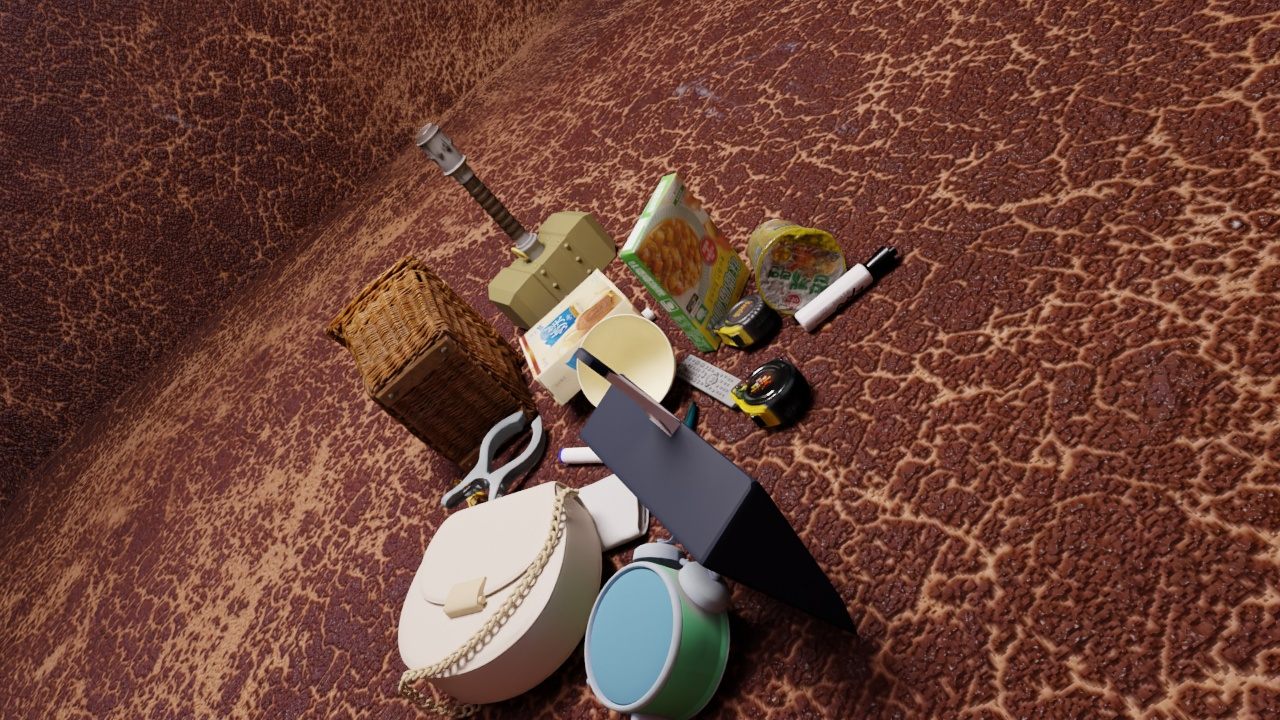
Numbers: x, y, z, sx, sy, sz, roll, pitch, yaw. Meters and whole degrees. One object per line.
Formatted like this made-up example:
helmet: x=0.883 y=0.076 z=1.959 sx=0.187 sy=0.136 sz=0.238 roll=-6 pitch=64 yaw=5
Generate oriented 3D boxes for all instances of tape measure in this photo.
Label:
tape measure: x=0.133 y=0.034 z=0.925 sx=0.071 sy=0.042 sz=0.072 roll=-38 pitch=26 yaw=5
tape measure: x=0.125 y=-0.044 z=1.039 sx=0.067 sy=0.038 sz=0.063 roll=-45 pitch=22 yaw=-10

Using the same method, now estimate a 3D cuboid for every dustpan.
dustpan: x=0.038 y=0.083 z=0.730 sx=0.080 sy=0.273 sz=0.236 roll=-58 pitch=31 yaw=3

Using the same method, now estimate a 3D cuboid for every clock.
clock: x=0.022 y=0.216 z=0.765 sx=0.122 sy=0.075 sz=0.161 roll=17 pitch=84 yaw=57

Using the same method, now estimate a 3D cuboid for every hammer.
hammer: x=-0.206 y=-0.216 z=1.351 sx=0.190 sy=0.325 sz=0.101 roll=-50 pitch=31 yaw=-13

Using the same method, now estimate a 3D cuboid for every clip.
clip: x=-0.208 y=0.170 z=1.158 sx=0.035 sy=0.053 sz=0.046 roll=-44 pitch=60 yaw=-11
clip: x=-0.188 y=0.126 z=1.145 sx=0.108 sy=0.028 sz=0.162 roll=10 pitch=47 yaw=21

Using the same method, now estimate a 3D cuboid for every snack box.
snack box: x=-0.079 y=-0.036 z=1.214 sx=0.153 sy=0.055 sz=0.207 roll=-42 pitch=20 yaw=1
snack box: x=0.057 y=-0.113 z=1.070 sx=0.027 sy=0.168 sz=0.131 roll=-9 pitch=44 yaw=43

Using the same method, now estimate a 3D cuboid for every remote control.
remote control: x=0.080 y=0.023 z=1.026 sx=0.033 sy=0.013 sz=0.136 roll=-47 pitch=31 yaw=-7

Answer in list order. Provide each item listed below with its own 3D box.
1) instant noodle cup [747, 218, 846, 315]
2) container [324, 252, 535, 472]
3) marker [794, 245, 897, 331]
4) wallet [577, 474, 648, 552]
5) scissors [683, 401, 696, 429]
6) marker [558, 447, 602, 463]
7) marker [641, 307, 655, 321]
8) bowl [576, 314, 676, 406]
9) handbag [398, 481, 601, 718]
instant noodle cup: x=0.167 y=-0.113 z=1.030 sx=0.102 sy=0.102 sz=0.108 roll=-38 pitch=22 yaw=8
container: x=-0.266 y=0.017 z=1.227 sx=0.162 sy=0.250 sz=0.183 roll=-41 pitch=38 yaw=4
marker: x=0.221 y=-0.078 z=0.979 sx=0.126 sy=0.025 sz=0.025 roll=-39 pitch=30 yaw=6
wallet: x=-0.042 y=0.169 z=0.973 sx=0.116 sy=0.032 sz=0.086 roll=-23 pitch=47 yaw=28
scissors: x=0.027 y=0.089 z=0.980 sx=0.148 sy=0.019 sz=0.122 roll=-35 pitch=55 yaw=-29
marker: x=-0.041 y=0.108 z=1.055 sx=0.142 sy=0.020 sz=0.020 roll=-8 pitch=45 yaw=45
marker: x=-0.034 y=-0.021 z=1.212 sx=0.133 sy=0.017 sz=0.020 roll=-41 pitch=-6 yaw=3
bowl: x=-0.006 y=0.006 z=1.079 sx=0.118 sy=0.118 sz=0.074 roll=-33 pitch=-11 yaw=16
handbag: x=-0.137 y=0.234 z=0.919 sx=0.211 sy=0.103 sz=0.208 roll=-21 pitch=39 yaw=29
